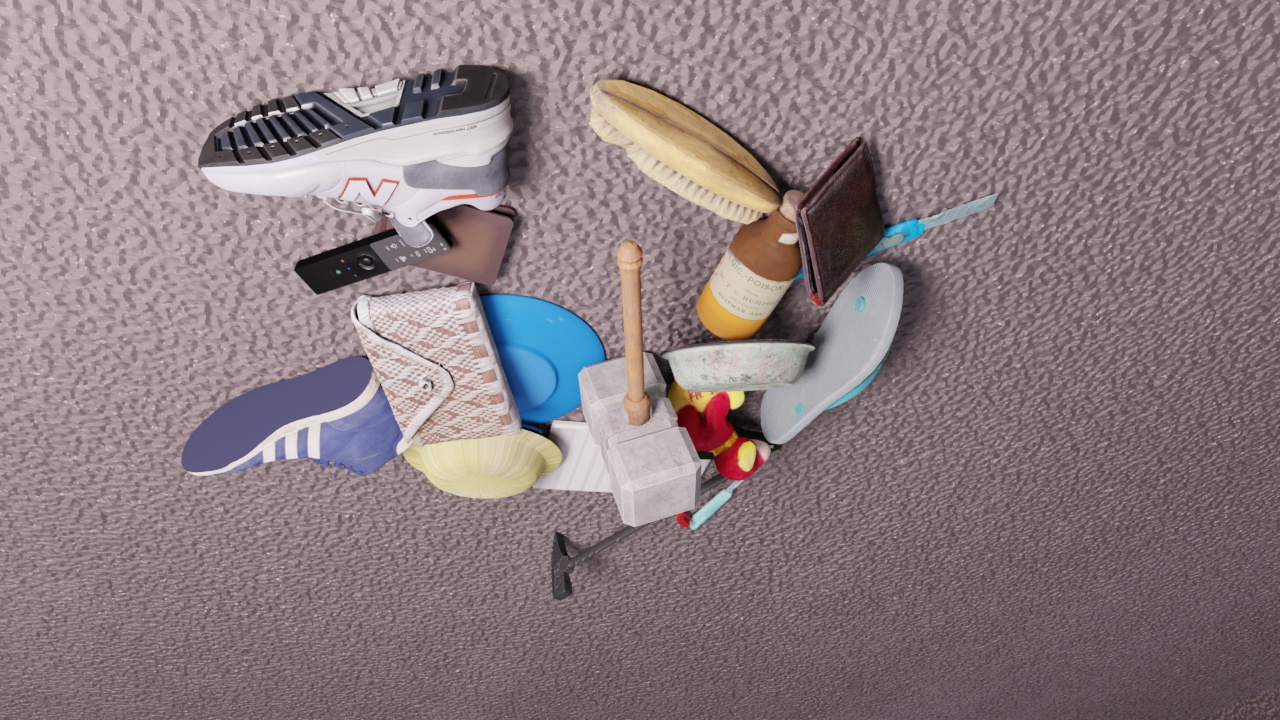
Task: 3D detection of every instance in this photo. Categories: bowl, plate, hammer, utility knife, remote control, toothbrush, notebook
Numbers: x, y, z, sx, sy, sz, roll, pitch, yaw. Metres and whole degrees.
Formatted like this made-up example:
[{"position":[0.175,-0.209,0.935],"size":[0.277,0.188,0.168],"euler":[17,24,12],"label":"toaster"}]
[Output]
[{"position":[0.099,0.008,0.931],"size":[0.157,0.038,0.157],"euler":[-2,174,0],"label":"bowl"},{"position":[-0.185,0.129,1.073],"size":[0.184,0.036,0.185],"euler":[-1,151,-1],"label":"plate"},{"position":[-0.005,0.005,0.867],"size":[0.083,0.162,0.318],"euler":[-16,142,-11],"label":"hammer"},{"position":[0.108,0.186,1.230],"size":[0.022,0.015,0.167],"euler":[13,139,-24],"label":"utility knife"},{"position":[-0.241,-0.093,0.825],"size":[0.150,0.013,0.034],"euler":[-15,135,19],"label":"remote control"},{"position":[0.016,0.171,1.182],"size":[0.012,0.017,0.212],"euler":[-22,140,19],"label":"toothbrush"},{"position":[-0.018,0.125,1.143],"size":[0.209,0.009,0.143],"euler":[5,140,-14],"label":"notebook"},{"position":[-0.149,0.015,0.977],"size":[0.224,0.024,0.225],"euler":[-4,141,-3],"label":"plate"},{"position":[0.232,-0.117,0.880],"size":[0.222,0.015,0.031],"euler":[-21,144,14],"label":"utility knife"},{"position":[0.000,0.203,1.175],"size":[0.326,0.094,0.015],"euler":[-34,134,29],"label":"hammer"}]

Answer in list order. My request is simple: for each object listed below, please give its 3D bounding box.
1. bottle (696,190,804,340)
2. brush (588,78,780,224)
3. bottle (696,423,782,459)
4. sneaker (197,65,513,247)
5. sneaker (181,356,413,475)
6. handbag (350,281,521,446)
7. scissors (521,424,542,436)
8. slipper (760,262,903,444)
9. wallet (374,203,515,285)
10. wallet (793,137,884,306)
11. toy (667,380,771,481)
[{"position":[0.112,-0.090,0.851],"size":[0.067,0.067,0.157],"euler":[9,138,-19],"label":"bottle"},{"position":[0.037,-0.169,0.752],"size":[0.195,0.059,0.043],"euler":[24,141,-30],"label":"brush"},{"position":[0.086,0.091,1.082],"size":[0.174,0.055,0.055],"euler":[6,139,-17],"label":"bottle"},{"position":[-0.207,-0.144,0.722],"size":[0.240,0.088,0.124],"euler":[-12,137,1],"label":"sneaker"},{"position":[-0.354,0.083,0.987],"size":[0.233,0.091,0.118],"euler":[-25,141,9],"label":"sneaker"},{"position":[-0.200,0.012,0.913],"size":[0.124,0.046,0.186],"euler":[-8,127,6],"label":"handbag"},{"position":[-0.176,0.079,1.040],"size":[0.139,0.011,0.134],"euler":[9,152,-21],"label":"scissors"},{"position":[0.209,0.009,0.964],"size":[0.054,0.098,0.270],"euler":[12,139,-20],"label":"slipper"},{"position":[-0.179,-0.113,0.826],"size":[0.115,0.018,0.092],"euler":[11,138,-16],"label":"wallet"},{"position":[0.174,-0.121,0.812],"size":[0.099,0.031,0.120],"euler":[-48,142,-20],"label":"wallet"},{"position":[0.080,0.076,1.019],"size":[0.105,0.067,0.137],"euler":[-34,97,-1],"label":"toy"}]
